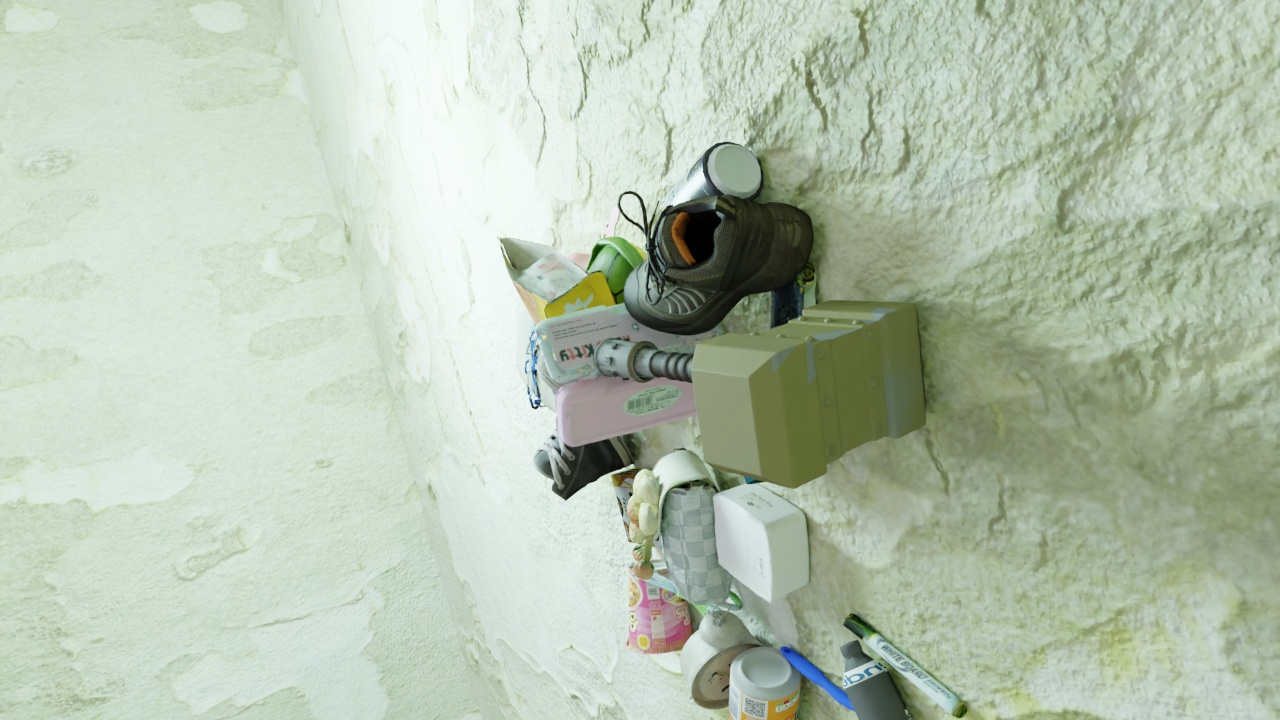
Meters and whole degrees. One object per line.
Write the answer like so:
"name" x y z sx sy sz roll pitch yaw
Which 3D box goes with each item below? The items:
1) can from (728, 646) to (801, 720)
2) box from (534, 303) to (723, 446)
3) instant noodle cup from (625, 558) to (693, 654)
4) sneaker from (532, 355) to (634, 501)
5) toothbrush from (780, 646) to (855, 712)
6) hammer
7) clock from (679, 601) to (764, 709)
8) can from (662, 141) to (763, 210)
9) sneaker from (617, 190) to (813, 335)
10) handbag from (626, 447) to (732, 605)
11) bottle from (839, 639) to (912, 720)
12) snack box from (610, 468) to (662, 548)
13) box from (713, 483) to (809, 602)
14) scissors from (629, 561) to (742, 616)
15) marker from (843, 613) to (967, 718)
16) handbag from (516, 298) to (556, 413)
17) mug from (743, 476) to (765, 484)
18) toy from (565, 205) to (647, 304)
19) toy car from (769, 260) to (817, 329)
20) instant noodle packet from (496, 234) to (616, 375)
"can" 0.141 0.406 1.055 0.079 0.079 0.143 40 138 51
"box" 0.000 0.007 0.978 0.073 0.201 0.150 -161 59 -69
"instant noodle cup" 0.024 0.331 1.251 0.098 0.097 0.108 -6 90 65
"sneaker" -0.104 0.093 1.235 0.095 0.120 0.235 50 171 42
"toothbrush" 0.205 0.352 0.967 0.183 0.016 0.018 27 133 57
"hammer" 0.062 0.010 0.808 0.325 0.189 0.101 8 111 52
"clock" 0.095 0.340 1.088 0.061 0.103 0.157 -129 29 -53
"can" 0.067 -0.162 0.909 0.128 0.064 0.064 -36 71 63
"sneaker" 0.031 -0.091 0.861 0.239 0.142 0.101 -24 60 49
"handbag" 0.045 0.205 1.080 0.112 0.123 0.171 -120 18 -73
"bottle" 0.224 0.323 0.876 0.112 0.047 0.047 65 153 20
"snack box" 0.022 0.199 1.240 0.186 0.031 0.101 -14 91 65
"box" 0.138 0.194 0.994 0.107 0.076 0.102 29 131 60
"scissors" 0.055 0.289 1.168 0.176 0.032 0.078 17 128 28
"marker" 0.243 0.280 0.851 0.146 0.017 0.017 33 132 54
"handbag" -0.110 0.001 1.344 0.199 0.092 0.201 43 140 37
"mug" 0.139 0.054 0.880 0.112 0.084 0.104 -26 73 36
"toy" -0.026 -0.087 1.117 0.238 0.087 0.190 26 134 50
"toy car" 0.144 -0.046 0.852 0.048 0.033 0.105 7 98 61
"instant noodle packet" -0.100 -0.057 1.105 0.221 0.084 0.163 38 157 51
